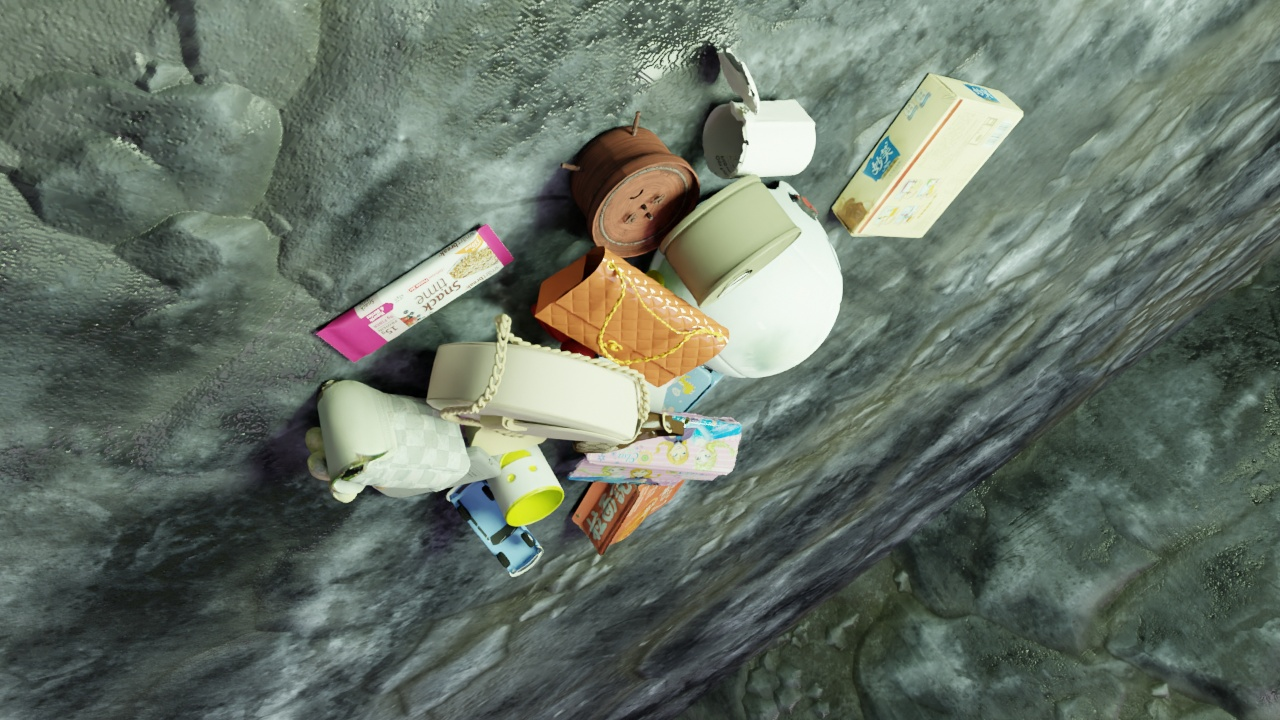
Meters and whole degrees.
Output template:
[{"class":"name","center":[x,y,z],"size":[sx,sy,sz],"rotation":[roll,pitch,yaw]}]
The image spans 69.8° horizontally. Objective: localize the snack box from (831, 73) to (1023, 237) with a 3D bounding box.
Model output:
[{"class":"snack box","center":[0.357,-0.248,1.150],"size":[0.153,0.055,0.208],"rotation":[-5,141,-40]}]

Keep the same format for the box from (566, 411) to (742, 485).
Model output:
[{"class":"box","center":[0.021,0.140,1.317],"size":[0.230,0.066,0.159],"rotation":[7,125,-21]}]

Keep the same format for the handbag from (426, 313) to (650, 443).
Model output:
[{"class":"handbag","center":[-0.116,0.029,0.984],"size":[0.208,0.103,0.211],"rotation":[19,167,-41]}]

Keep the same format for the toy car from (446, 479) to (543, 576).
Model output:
[{"class":"toy car","center":[-0.198,0.223,1.254],"size":[0.056,0.153,0.055],"rotation":[-39,-172,-6]}]

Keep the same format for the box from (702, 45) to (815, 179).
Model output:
[{"class":"box","center":[0.119,-0.245,0.908],"size":[0.136,0.083,0.144],"rotation":[-13,150,-30]}]

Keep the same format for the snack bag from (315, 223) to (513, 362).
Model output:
[{"class":"snack bag","center":[-0.220,-0.064,0.913],"size":[0.196,0.016,0.070],"rotation":[-33,152,0]}]

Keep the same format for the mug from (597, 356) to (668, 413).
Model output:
[{"class":"mug","center":[-0.007,0.007,1.135],"size":[0.089,0.073,0.105],"rotation":[14,114,2]}]

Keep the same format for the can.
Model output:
[{"class":"can","center":[0.089,-0.120,0.925],"size":[0.127,0.073,0.128],"rotation":[-36,175,-4]}]

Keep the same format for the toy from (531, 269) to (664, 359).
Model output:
[{"class":"toy","center":[-0.036,-0.049,1.025],"size":[0.131,0.097,0.124],"rotation":[-41,115,-16]}]

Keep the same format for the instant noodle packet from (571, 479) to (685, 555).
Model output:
[{"class":"instant noodle packet","center":[0.017,0.212,1.510],"size":[0.220,0.084,0.165],"rotation":[-14,142,-45]}]

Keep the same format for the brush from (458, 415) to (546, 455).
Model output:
[{"class":"brush","center":[-0.123,0.067,1.175],"size":[0.228,0.043,0.089],"rotation":[-9,143,-35]}]

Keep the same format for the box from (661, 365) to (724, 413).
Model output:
[{"class":"box","center":[0.033,0.082,1.343],"size":[0.210,0.049,0.120],"rotation":[-47,149,21]}]

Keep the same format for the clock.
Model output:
[{"class":"clock","center":[-0.006,-0.163,0.914],"size":[0.120,0.072,0.158],"rotation":[-34,150,2]}]

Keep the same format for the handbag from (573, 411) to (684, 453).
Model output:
[{"class":"handbag","center":[-0.015,0.081,1.138],"size":[0.138,0.063,0.167],"rotation":[-2,167,-5]}]

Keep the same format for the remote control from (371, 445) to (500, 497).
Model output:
[{"class":"remote control","center":[-0.255,0.138,1.133],"size":[0.151,0.019,0.074],"rotation":[-14,152,10]}]

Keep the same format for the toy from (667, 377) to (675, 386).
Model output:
[{"class":"toy","center":[0.012,0.014,1.218],"size":[0.093,0.050,0.102],"rotation":[-29,154,-13]}]

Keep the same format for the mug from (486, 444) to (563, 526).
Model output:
[{"class":"mug","center":[-0.159,0.151,1.202],"size":[0.082,0.106,0.083],"rotation":[-24,149,-16]}]

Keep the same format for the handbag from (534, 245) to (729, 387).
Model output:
[{"class":"handbag","center":[-0.006,-0.039,0.939],"size":[0.171,0.060,0.109],"rotation":[31,138,-31]}]

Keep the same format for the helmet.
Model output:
[{"class":"helmet","center":[0.136,-0.075,1.091],"size":[0.237,0.163,0.264],"rotation":[-38,149,8]}]

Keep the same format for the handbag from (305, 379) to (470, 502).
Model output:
[{"class":"handbag","center":[-0.278,0.097,1.009],"size":[0.124,0.112,0.171],"rotation":[-36,152,25]}]
